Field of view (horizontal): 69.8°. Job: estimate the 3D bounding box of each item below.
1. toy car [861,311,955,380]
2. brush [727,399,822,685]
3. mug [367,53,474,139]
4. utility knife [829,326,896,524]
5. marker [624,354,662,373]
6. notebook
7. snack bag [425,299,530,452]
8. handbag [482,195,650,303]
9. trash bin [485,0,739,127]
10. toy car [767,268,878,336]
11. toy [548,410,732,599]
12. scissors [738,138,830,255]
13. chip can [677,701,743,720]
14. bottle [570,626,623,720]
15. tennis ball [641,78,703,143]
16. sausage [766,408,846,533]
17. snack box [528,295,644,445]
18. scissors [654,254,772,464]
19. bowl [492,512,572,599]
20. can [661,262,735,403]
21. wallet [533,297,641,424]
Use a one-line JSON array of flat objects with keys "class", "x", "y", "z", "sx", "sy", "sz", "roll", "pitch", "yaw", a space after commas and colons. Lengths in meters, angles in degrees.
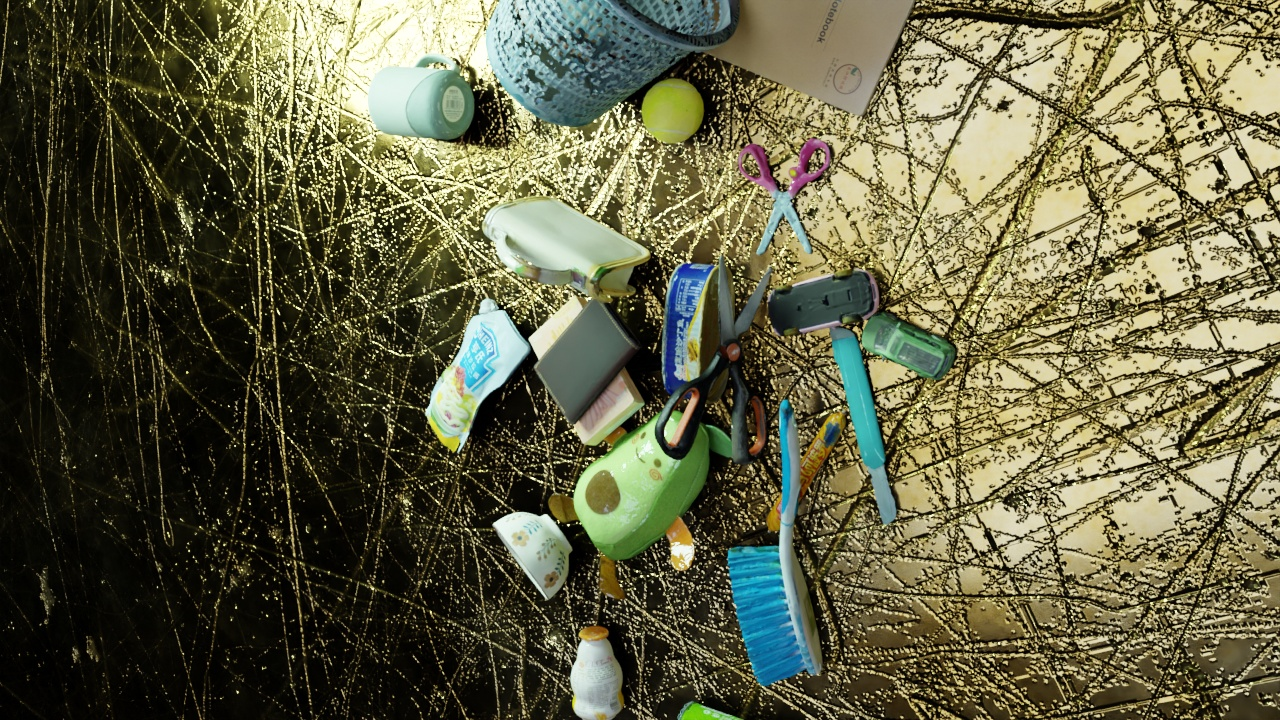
[{"class": "toy car", "x": 0.258, "y": -0.014, "z": 0.893, "sx": 0.091, "sy": 0.036, "sz": 0.043, "roll": 29, "pitch": 112, "yaw": 27}, {"class": "brush", "x": 0.141, "y": 0.196, "z": 0.963, "sx": 0.110, "sy": 0.060, "sz": 0.314, "roll": -10, "pitch": 103, "yaw": 24}, {"class": "mug", "x": -0.258, "y": -0.325, "z": 1.117, "sx": 0.106, "sy": 0.082, "sz": 0.111, "roll": 12, "pitch": 72, "yaw": 28}, {"class": "utility knife", "x": 0.228, "y": 0.065, "z": 0.933, "sx": 0.029, "sy": 0.013, "sz": 0.209, "roll": -14, "pitch": 88, "yaw": 30}, {"class": "marker", "x": -0.006, "y": 0.006, "z": 1.053, "sx": 0.132, "sy": 0.022, "sz": 0.020, "roll": -5, "pitch": 131, "yaw": 30}, {"class": "notebook", "x": 0.160, "y": -0.350, "z": 0.910, "sx": 0.208, "sy": 0.008, "sz": 0.148, "roll": 31, "pitch": 112, "yaw": 22}, {"class": "snack bag", "x": -0.209, "y": 0.018, "z": 1.154, "sx": 0.191, "sy": 0.038, "sz": 0.110, "roll": -56, "pitch": 44, "yaw": 26}, {"class": "handbag", "x": -0.097, "y": -0.114, "z": 0.996, "sx": 0.163, "sy": 0.178, "sz": 0.063, "roll": 30, "pitch": 116, "yaw": 21}, {"class": "trash bin", "x": -0.047, "y": -0.350, "z": 0.923, "sx": 0.196, "sy": 0.225, "sz": 0.226, "roll": -34, "pitch": 81, "yaw": 45}, {"class": "toy car", "x": 0.184, "y": -0.058, "z": 0.927, "sx": 0.123, "sy": 0.037, "sz": 0.056, "roll": -12, "pitch": 84, "yaw": 42}, {"class": "toy", "x": -0.006, "y": 0.147, "z": 1.033, "sx": 0.247, "sy": 0.089, "sz": 0.227, "roll": -50, "pitch": 57, "yaw": 23}, {"class": "scissors", "x": 0.142, "y": -0.172, "z": 0.946, "sx": 0.128, "sy": 0.017, "sz": 0.134, "roll": 32, "pitch": 116, "yaw": 19}, {"class": "chip can", "x": 0.153, "y": 0.444, "z": 1.004, "sx": 0.236, "sy": 0.072, "sz": 0.072, "roll": 9, "pitch": 102, "yaw": 29}, {"class": "bottle", "x": -0.054, "y": 0.380, "z": 1.115, "sx": 0.063, "sy": 0.063, "sz": 0.108, "roll": 2, "pitch": 99, "yaw": 29}, {"class": "tennis ball", "x": 0.034, "y": -0.261, "z": 0.962, "sx": 0.066, "sy": 0.065, "sz": 0.065, "roll": 5, "pitch": 100, "yaw": 29}, {"class": "sausage", "x": 0.174, "y": 0.118, "z": 0.968, "sx": 0.021, "sy": 0.021, "sz": 0.165, "roll": 35, "pitch": 113, "yaw": 21}, {"class": "snack box", "x": -0.064, "y": 0.011, "z": 1.057, "sx": 0.085, "sy": 0.026, "sz": 0.157, "roll": -41, "pitch": 63, "yaw": 22}, {"class": "scissors", "x": 0.086, "y": 0.013, "z": 0.945, "sx": 0.022, "sy": 0.221, "sz": 0.221, "roll": 14, "pitch": 132, "yaw": 54}, {"class": "bowl", "x": -0.123, "y": 0.228, "z": 1.120, "sx": 0.062, "sy": 0.114, "sz": 0.113, "roll": -36, "pitch": 76, "yaw": -14}, {"class": "can", "x": 0.062, "y": -0.030, "z": 0.979, "sx": 0.049, "sy": 0.074, "sz": 0.148, "roll": 9, "pitch": 102, "yaw": 32}, {"class": "wallet", "x": -0.062, "y": -0.004, "z": 1.030, "sx": 0.122, "sy": 0.020, "sz": 0.096, "roll": -48, "pitch": 55, "yaw": 18}]
